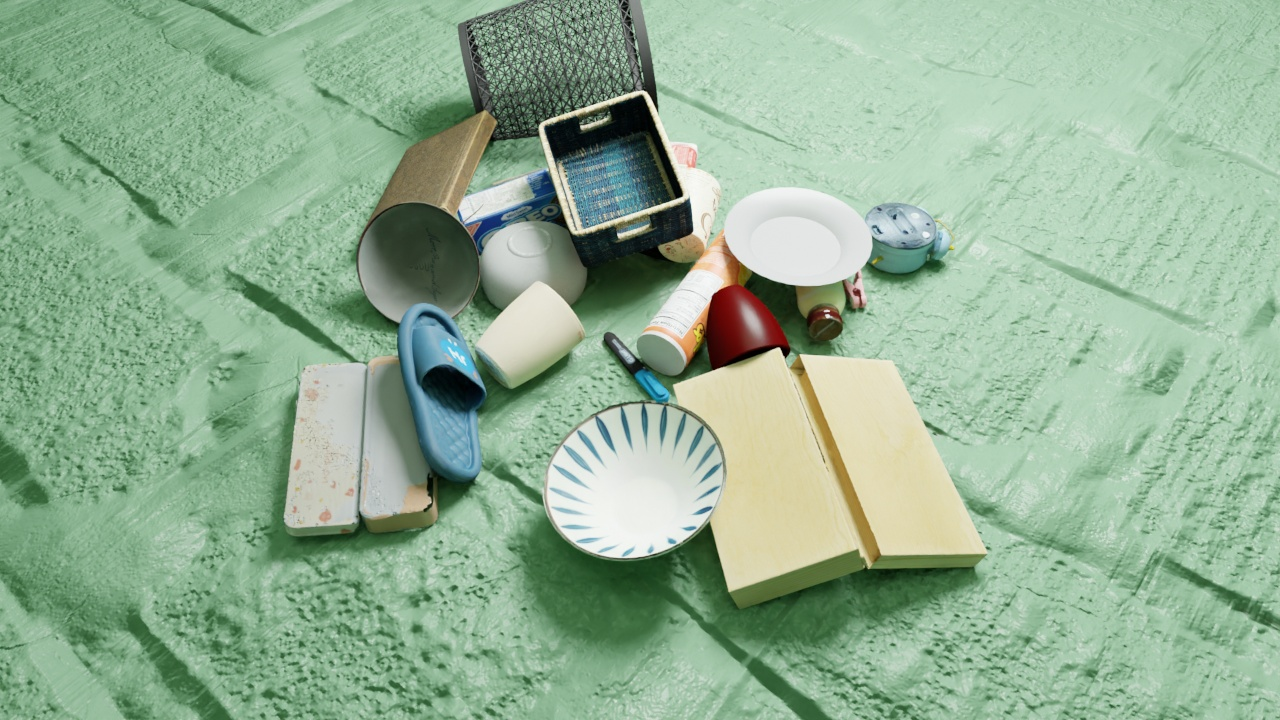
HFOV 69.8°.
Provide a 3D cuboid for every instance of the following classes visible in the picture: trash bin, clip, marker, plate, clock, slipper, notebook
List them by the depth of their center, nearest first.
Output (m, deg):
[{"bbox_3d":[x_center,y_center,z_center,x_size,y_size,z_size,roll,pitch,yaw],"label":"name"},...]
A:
[{"bbox_3d":[-0.199,0.030,0.968,0.059,0.103,0.213,-29,57,21],"label":"slipper"},{"bbox_3d":[-0.006,0.006,1.041,0.018,0.015,0.123,-27,52,-20],"label":"marker"},{"bbox_3d":[0.185,-0.142,1.086,0.173,0.019,0.172,1,49,-1],"label":"plate"},{"bbox_3d":[0.263,-0.087,1.115,0.035,0.022,0.057,-5,54,-7],"label":"clip"},{"bbox_3d":[0.335,-0.156,1.153,0.124,0.052,0.088,-13,49,-12],"label":"clock"},{"bbox_3d":[-0.257,-0.237,1.189,0.191,0.034,0.214,-15,43,28],"label":"notebook"},{"bbox_3d":[-0.116,-0.416,1.293,0.243,0.217,0.216,-12,50,-1],"label":"trash bin"}]

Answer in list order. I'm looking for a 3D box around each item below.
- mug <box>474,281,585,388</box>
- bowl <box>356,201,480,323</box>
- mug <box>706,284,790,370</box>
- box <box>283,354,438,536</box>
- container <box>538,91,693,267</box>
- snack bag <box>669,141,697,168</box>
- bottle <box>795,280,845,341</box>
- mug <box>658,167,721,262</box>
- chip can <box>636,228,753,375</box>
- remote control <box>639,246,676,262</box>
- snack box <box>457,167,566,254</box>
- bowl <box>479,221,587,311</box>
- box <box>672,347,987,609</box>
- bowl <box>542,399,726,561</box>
[{"bbox_3d":[-0.135,-0.027,1.036,0.104,0.085,0.111,-43,32,-18],"label":"mug"},{"bbox_3d":[-0.257,-0.115,1.096,0.151,0.151,0.056,7,8,7],"label":"bowl"},{"bbox_3d":[0.117,-0.034,1.023,0.087,0.114,0.088,-29,66,28],"label":"mug"},{"bbox_3d":[-0.289,0.085,0.964,0.148,0.043,0.216,-9,50,-2],"label":"box"},{"bbox_3d":[-0.030,-0.218,1.101,0.145,0.071,0.187,-18,60,0],"label":"container"},{"bbox_3d":[0.035,-0.253,1.251,0.077,0.036,0.115,5,49,7],"label":"snack bag"},{"bbox_3d":[0.212,-0.095,1.098,0.056,0.057,0.161,0,49,1],"label":"bottle"},{"bbox_3d":[0.037,-0.175,1.154,0.122,0.081,0.097,-6,53,22],"label":"mug"},{"bbox_3d":[0.074,-0.075,1.078,0.062,0.062,0.209,23,53,19],"label":"chip can"},{"bbox_3d":[-0.002,-0.156,1.184,0.125,0.010,0.039,20,52,17],"label":"remote control"},{"bbox_3d":[-0.122,-0.208,1.185,0.226,0.059,0.059,-20,51,-9],"label":"snack box"},{"bbox_3d":[-0.132,-0.122,1.120,0.132,0.064,0.131,0,49,0],"label":"bowl"},{"bbox_3d":[0.180,0.103,0.919,0.260,0.097,0.247,-5,50,-11],"label":"box"},{"bbox_3d":[0.000,0.129,0.889,0.177,0.071,0.177,-7,49,9],"label":"bowl"}]
